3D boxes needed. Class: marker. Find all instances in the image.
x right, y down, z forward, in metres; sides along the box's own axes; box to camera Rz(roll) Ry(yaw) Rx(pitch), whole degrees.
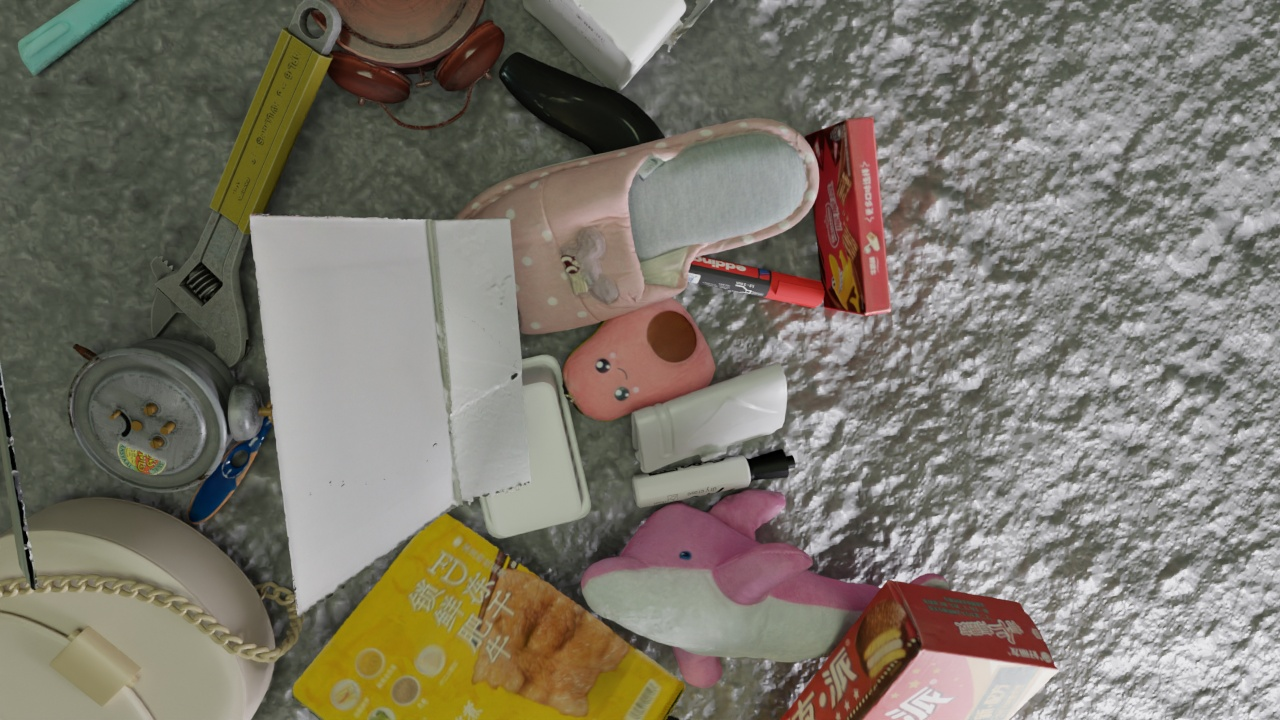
[{"bbox_3d":[0.057,0.089,0.702,0.126,0.025,0.025,-10,98,-7],"label":"marker"},{"bbox_3d":[0.065,-0.063,0.686,0.145,0.023,0.021,11,102,-9],"label":"marker"}]

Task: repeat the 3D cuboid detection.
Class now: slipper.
[{"bbox_3d":[-0.014,-0.087,0.620,0.275,0.054,0.114,-19,119,11],"label":"slipper"}]

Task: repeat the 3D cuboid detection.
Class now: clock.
[{"bbox_3d":[-0.157,-0.234,0.609,0.120,0.072,0.158,-14,98,-6],"label":"clock"},{"bbox_3d":[-0.309,0.035,0.616,0.148,0.056,0.104,2,111,1],"label":"clock"}]

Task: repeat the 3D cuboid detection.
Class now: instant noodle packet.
[{"bbox_3d":[-0.107,0.233,0.651,0.221,0.084,0.162,36,69,3],"label":"instant noodle packet"}]

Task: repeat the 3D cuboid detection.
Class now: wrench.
[{"bbox_3d":[-0.256,-0.107,0.600,0.083,0.018,0.274,33,109,-2],"label":"wrench"}]

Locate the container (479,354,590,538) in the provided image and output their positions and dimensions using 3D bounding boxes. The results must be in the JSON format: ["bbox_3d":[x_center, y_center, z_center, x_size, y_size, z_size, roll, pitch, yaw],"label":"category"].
[{"bbox_3d":[-0.085,0.067,0.666,0.080,0.049,0.129,-13,98,-7],"label":"container"}]

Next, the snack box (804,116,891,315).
[{"bbox_3d":[0.148,-0.101,0.660,0.021,0.089,0.133,-9,98,-7],"label":"snack box"}]

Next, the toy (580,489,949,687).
[{"bbox_3d":[0.087,0.160,0.685,0.265,0.127,0.187,13,137,-11],"label":"toy"}]

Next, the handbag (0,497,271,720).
[{"bbox_3d":[-0.367,0.204,0.628,0.209,0.103,0.210,-43,100,7],"label":"handbag"}]

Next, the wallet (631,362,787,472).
[{"bbox_3d":[0.050,0.046,0.668,0.116,0.086,0.032,-18,60,-3],"label":"wallet"}]

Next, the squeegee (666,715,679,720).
[{"bbox_3d":[-0.113,0.324,0.690,0.249,0.055,0.184,23,85,-10],"label":"squeegee"}]

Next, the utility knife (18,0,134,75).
[{"bbox_3d":[-0.357,-0.236,0.609,0.129,0.015,0.022,-38,104,-4],"label":"utility knife"}]

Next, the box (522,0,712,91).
[{"bbox_3d":[0.010,-0.257,0.612,0.124,0.109,0.137,41,91,-11],"label":"box"}]

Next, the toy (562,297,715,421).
[{"bbox_3d":[-0.004,0.004,0.670,0.110,0.051,0.090,-32,102,-3],"label":"toy"}]

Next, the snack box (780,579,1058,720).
[{"bbox_3d":[0.177,0.262,0.664,0.113,0.060,0.237,13,123,-19],"label":"snack box"}]

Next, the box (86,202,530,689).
[{"bbox_3d":[-0.137,0.009,0.490,0.150,0.369,0.167,-5,97,-5],"label":"box"}]

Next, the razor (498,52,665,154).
[{"bbox_3d":[-0.039,-0.164,0.648,0.140,0.052,0.064,32,117,-6],"label":"razor"}]
